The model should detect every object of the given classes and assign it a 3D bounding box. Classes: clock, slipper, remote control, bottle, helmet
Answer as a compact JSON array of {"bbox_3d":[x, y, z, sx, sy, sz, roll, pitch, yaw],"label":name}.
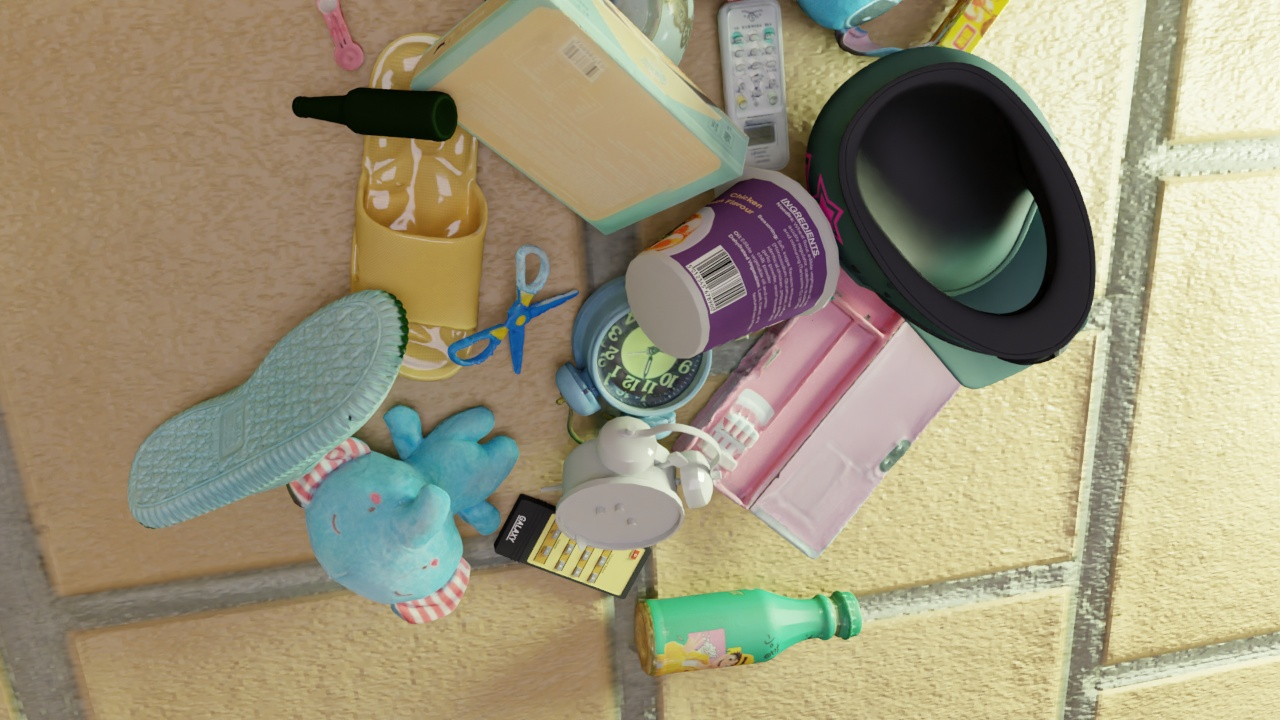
[{"bbox_3d":[-0.004,0.004,0.763,0.118,0.060,0.162,22,105,-20],"label":"clock"},{"bbox_3d":[-0.165,-0.106,0.683,0.099,0.078,0.263,3,104,-13],"label":"slipper"},{"bbox_3d":[-0.004,0.102,0.755,0.120,0.061,0.160,30,130,-31],"label":"clock"},{"bbox_3d":[-0.060,0.168,0.825,0.133,0.013,0.058,24,100,-18],"label":"remote control"},{"bbox_3d":[-0.186,-0.171,0.631,0.123,0.033,0.033,9,107,20],"label":"bottle"},{"bbox_3d":[0.102,0.248,0.857,0.209,0.068,0.068,-3,107,-12],"label":"bottle"},{"bbox_3d":[0.090,-0.218,0.734,0.050,0.022,0.133,-10,109,-10],"label":"remote control"},{"bbox_3d":[-0.270,0.048,0.685,0.277,0.115,0.069,-28,143,17],"label":"slipper"},{"bbox_3d":[0.241,-0.104,0.705,0.177,0.200,0.275,-33,90,13],"label":"helmet"}]

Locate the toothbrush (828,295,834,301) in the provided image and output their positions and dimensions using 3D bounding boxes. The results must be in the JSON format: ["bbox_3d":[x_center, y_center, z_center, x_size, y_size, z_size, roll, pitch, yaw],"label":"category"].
[{"bbox_3d":[0.097,-0.117,0.752,0.018,0.019,0.188,-46,101,-9],"label":"toothbrush"}]

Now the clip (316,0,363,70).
[{"bbox_3d":[-0.215,-0.238,0.653,0.023,0.045,0.059,-17,96,-4],"label":"clip"}]

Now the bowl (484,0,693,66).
[{"bbox_3d":[-0.030,-0.252,0.659,0.159,0.094,0.160,-4,107,-12],"label":"bowl"}]

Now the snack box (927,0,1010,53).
[{"bbox_3d":[0.280,-0.298,0.724,0.025,0.075,0.152,35,97,-4],"label":"snack box"}]

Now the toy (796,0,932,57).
[{"bbox_3d":[0.182,-0.343,0.677,0.191,0.099,0.224,-40,123,-5],"label":"toy"}]

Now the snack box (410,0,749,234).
[{"bbox_3d":[-0.040,-0.172,0.638,0.193,0.142,0.044,33,56,-35],"label":"snack box"}]

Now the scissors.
[{"bbox_3d":[-0.099,-0.036,0.729,0.125,0.013,0.127,-26,144,-33],"label":"scissors"}]

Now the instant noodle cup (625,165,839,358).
[{"bbox_3d":[0.056,-0.070,0.684,0.121,0.122,0.137,-30,79,-30],"label":"instant noodle cup"}]

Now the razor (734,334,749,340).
[{"bbox_3d":[0.124,-0.067,0.785,0.144,0.044,0.021,-42,99,-4],"label":"razor"}]

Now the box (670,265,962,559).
[{"bbox_3d":[0.162,0.043,0.823,0.179,0.040,0.233,39,95,-16],"label":"box"}]

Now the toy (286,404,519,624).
[{"bbox_3d":[-0.176,0.115,0.737,0.180,0.115,0.183,-38,105,-10],"label":"toy"}]
